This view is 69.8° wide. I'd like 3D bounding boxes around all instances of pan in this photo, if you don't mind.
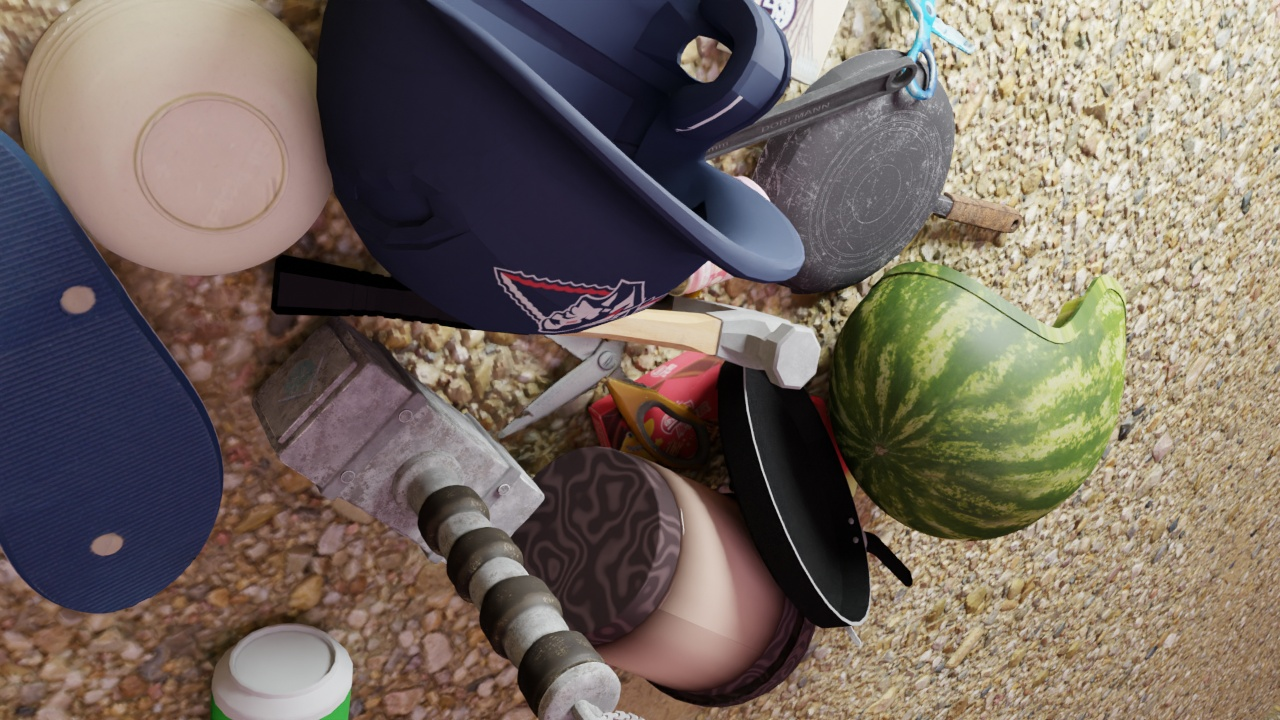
[{"bbox_3d":[0.233,-0.135,0.771,0.356,0.040,0.208,3,121,-38],"label":"pan"},{"bbox_3d":[0.154,0.126,0.753,0.034,0.225,0.356,-23,139,22],"label":"pan"}]

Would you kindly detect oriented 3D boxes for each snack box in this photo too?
[{"bbox_3d":[0.027,0.043,0.745,0.132,0.021,0.089,-29,128,-18],"label":"snack box"},{"bbox_3d":[0.114,-0.273,0.626,0.081,0.026,0.150,8,110,-38],"label":"snack box"}]

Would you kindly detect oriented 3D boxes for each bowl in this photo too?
[{"bbox_3d":[-0.218,-0.106,0.455,0.150,0.075,0.151,-16,122,-28],"label":"bowl"}]

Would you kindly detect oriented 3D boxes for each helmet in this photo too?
[{"bbox_3d":[0.274,0.032,0.776,0.246,0.213,0.243,-12,107,-37],"label":"helmet"},{"bbox_3d":[-0.038,-0.112,0.449,0.232,0.272,0.223,15,113,-51],"label":"helmet"}]

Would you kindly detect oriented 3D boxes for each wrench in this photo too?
[{"bbox_3d":[0.065,-0.153,0.620,0.273,0.018,0.073,-22,154,-7],"label":"wrench"}]

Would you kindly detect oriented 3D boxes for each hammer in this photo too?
[{"bbox_3d":[-0.088,0.105,0.494,0.079,0.326,0.177,-47,132,-4],"label":"hammer"},{"bbox_3d":[-0.056,-0.028,0.578,0.327,0.131,0.039,6,100,-21],"label":"hammer"}]

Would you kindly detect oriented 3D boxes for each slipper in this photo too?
[{"bbox_3d":[-0.302,0.010,0.472,0.118,0.060,0.295,-27,132,-25],"label":"slipper"}]

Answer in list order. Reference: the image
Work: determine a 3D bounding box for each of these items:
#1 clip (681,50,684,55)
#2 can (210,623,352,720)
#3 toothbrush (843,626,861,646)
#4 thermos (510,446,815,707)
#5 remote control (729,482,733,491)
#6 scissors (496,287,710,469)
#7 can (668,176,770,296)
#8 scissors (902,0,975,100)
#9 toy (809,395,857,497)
[{"bbox_3d":[0.042,-0.290,0.559,0.165,0.032,0.164,-38,129,-3],"label":"clip"},{"bbox_3d":[-0.247,0.259,0.629,0.087,0.088,0.140,-3,116,-34],"label":"can"},{"bbox_3d":[0.135,0.161,0.770,0.010,0.181,0.010,17,121,-44],"label":"toothbrush"},{"bbox_3d":[0.017,0.160,0.688,0.172,0.173,0.226,-52,140,1],"label":"thermos"},{"bbox_3d":[0.102,0.053,0.812,0.030,0.009,0.140,-9,119,-31],"label":"remote control"},{"bbox_3d":[-0.005,0.003,0.684,0.225,0.016,0.230,-40,118,-13],"label":"scissors"},{"bbox_3d":[0.048,-0.087,0.640,0.076,0.067,0.067,-21,125,-23],"label":"can"},{"bbox_3d":[0.204,-0.253,0.676,0.134,0.011,0.139,22,68,-33],"label":"scissors"},{"bbox_3d":[0.165,0.090,0.853,0.091,0.045,0.135,-36,124,-16],"label":"toy"}]
